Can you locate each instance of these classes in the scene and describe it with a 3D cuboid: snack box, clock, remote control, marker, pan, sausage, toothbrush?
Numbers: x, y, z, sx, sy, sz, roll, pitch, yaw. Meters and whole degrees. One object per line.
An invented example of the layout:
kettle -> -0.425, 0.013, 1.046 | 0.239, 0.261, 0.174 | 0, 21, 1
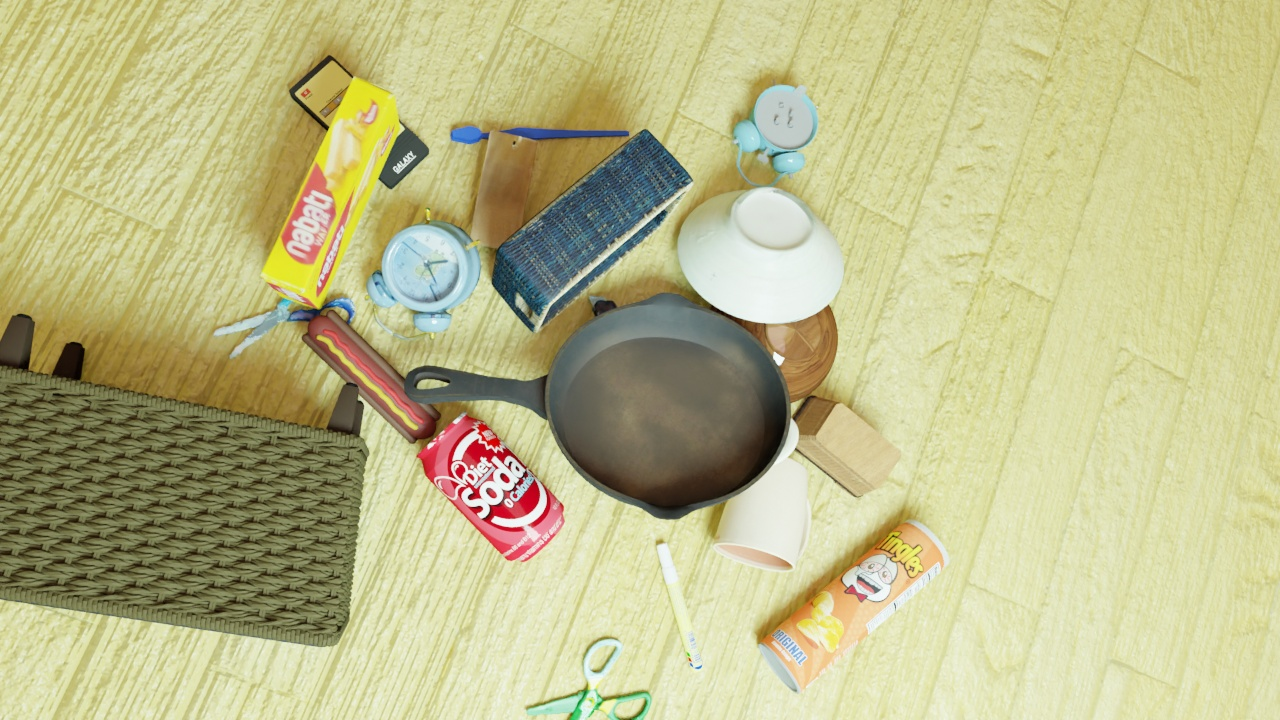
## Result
snack box -> -0.280, -0.150, 0.840 | 0.042, 0.092, 0.200 | 22, 80, -8
clock -> -0.208, -0.078, 0.880 | 0.089, 0.051, 0.124 | 32, 98, -5
remote control -> -0.277, -0.235, 0.906 | 0.133, 0.013, 0.058 | 43, 76, -6
marker -> 0.040, 0.250, 0.932 | 0.014, 0.014, 0.132 | -16, 88, -15
clock -> 0.146, -0.243, 0.994 | 0.087, 0.042, 0.123 | 29, 77, -9
pan -> -0.040, 0.041, 0.862 | 0.356, 0.043, 0.248 | 4, 54, -3
sausage -> -0.253, 0.017, 0.867 | 0.155, 0.040, 0.040 | 46, 76, -10
toothbrush -> -0.101, -0.235, 0.949 | 0.186, 0.011, 0.016 | -4, 85, -14

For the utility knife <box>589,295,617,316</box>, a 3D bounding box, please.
utility knife -> -0.006, 0.006, 0.945 | 0.028, 0.020, 0.171 | -30, 91, -17

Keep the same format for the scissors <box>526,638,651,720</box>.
scissors -> -0.052, 0.328, 0.903 | 0.128, 0.012, 0.119 | -3, 84, -15

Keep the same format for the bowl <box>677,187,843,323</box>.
bowl -> 0.128, -0.125, 0.933 | 0.176, 0.058, 0.176 | 3, 57, -5

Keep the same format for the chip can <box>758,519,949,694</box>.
chip can -> 0.222, 0.252, 0.951 | 0.210, 0.062, 0.062 | -35, 93, -14

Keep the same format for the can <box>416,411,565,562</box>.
can -> -0.140, 0.121, 0.871 | 0.074, 0.074, 0.142 | -44, 95, -14

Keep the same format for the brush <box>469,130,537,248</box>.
brush -> -0.138, -0.167, 0.919 | 0.049, 0.039, 0.117 | 11, 82, -10

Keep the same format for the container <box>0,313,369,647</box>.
container -> -0.388, 0.101, 0.766 | 0.321, 0.177, 0.204 | 13, 78, -12

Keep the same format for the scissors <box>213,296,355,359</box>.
scissors -> -0.334, -0.035, 0.871 | 0.134, 0.016, 0.086 | -43, 97, -15

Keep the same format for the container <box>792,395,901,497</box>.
container -> 0.216, 0.090, 0.967 | 0.114, 0.061, 0.063 | 38, 77, -7

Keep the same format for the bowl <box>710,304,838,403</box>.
bowl -> 0.148, -0.028, 0.958 | 0.147, 0.069, 0.147 | 1, 84, -14

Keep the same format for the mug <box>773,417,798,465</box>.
mug -> 0.099, 0.069, 0.916 | 0.097, 0.122, 0.081 | -62, 143, -26

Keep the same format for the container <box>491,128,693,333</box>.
container -> -0.051, -0.121, 0.881 | 0.187, 0.145, 0.071 | -42, 91, -14

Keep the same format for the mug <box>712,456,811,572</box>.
mug -> 0.137, 0.158, 0.937 | 0.111, 0.085, 0.104 | 34, 63, -36
